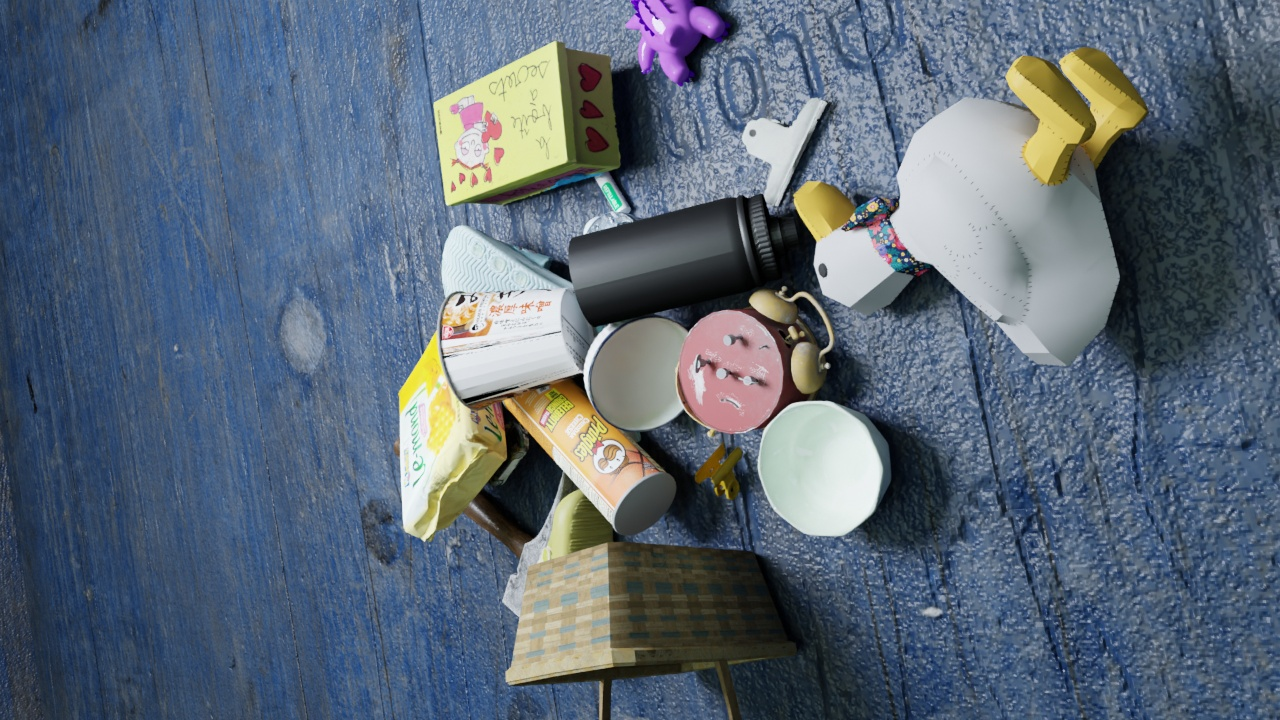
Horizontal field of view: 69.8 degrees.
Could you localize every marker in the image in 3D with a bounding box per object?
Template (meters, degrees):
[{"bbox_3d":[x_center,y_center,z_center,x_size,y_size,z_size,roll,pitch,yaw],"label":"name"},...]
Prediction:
[{"bbox_3d":[-0.051,-0.213,0.968,0.017,0.017,0.145,-41,69,34],"label":"marker"}]

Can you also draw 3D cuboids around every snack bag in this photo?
[{"bbox_3d":[-0.216,0.066,1.052,0.160,0.068,0.247,-53,35,31],"label":"snack bag"}]

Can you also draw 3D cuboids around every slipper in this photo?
[{"bbox_3d":[-0.078,0.232,0.991,0.082,0.091,0.190,3,93,41],"label":"slipper"},{"bbox_3d":[-0.116,-0.065,1.005,0.245,0.074,0.104,28,115,17],"label":"slipper"}]

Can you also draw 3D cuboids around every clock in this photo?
[{"bbox_3d":[-0.024,-0.108,0.932,0.118,0.057,0.083,3,97,39],"label":"clock"},{"bbox_3d":[0.103,0.000,0.824,0.159,0.081,0.117,-38,71,35],"label":"clock"}]

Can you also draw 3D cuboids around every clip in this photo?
[{"bbox_3d":[0.125,-0.197,0.833,0.056,0.046,0.102,36,115,26],"label":"clip"},{"bbox_3d":[0.082,0.111,0.881,0.049,0.053,0.044,49,142,-4],"label":"clip"}]

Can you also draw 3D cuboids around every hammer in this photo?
[{"bbox_3d":[-0.195,0.139,1.108,0.301,0.037,0.218,31,113,33],"label":"hammer"}]

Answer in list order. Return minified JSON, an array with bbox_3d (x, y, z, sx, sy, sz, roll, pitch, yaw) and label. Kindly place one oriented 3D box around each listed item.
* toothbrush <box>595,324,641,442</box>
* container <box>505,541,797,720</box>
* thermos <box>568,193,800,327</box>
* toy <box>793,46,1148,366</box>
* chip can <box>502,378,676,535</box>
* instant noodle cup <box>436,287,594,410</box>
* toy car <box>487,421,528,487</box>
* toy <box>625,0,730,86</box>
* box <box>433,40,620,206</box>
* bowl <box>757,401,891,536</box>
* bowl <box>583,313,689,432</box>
[{"bbox_3d":[-0.031,0.003,0.942,0.016,0.016,0.181,7,116,57],"label":"toothbrush"},{"bbox_3d":[0.016,0.270,0.816,0.158,0.249,0.186,-24,63,38],"label":"container"},{"bbox_3d":[0.043,-0.093,0.827,0.199,0.086,0.086,-12,86,14],"label":"thermos"},{"bbox_3d":[0.239,-0.100,0.677,0.246,0.140,0.268,56,141,18],"label":"toy"},{"bbox_3d":[-0.058,0.083,0.946,0.215,0.075,0.075,42,119,38],"label":"chip can"},{"bbox_3d":[-0.118,-0.020,0.918,0.122,0.123,0.123,-10,88,17],"label":"instant noodle cup"},{"bbox_3d":[-0.148,0.104,1.024,0.090,0.027,0.038,-51,51,33],"label":"toy car"},{"bbox_3d":[0.026,-0.321,0.870,0.106,0.055,0.088,-46,62,31],"label":"toy"},{"bbox_3d":[-0.123,-0.240,0.965,0.221,0.081,0.124,-2,94,49],"label":"box"},{"bbox_3d":[0.166,0.089,0.795,0.118,0.061,0.117,5,98,38],"label":"bowl"},{"bbox_3d":[-0.005,0.005,0.904,0.062,0.118,0.118,-139,58,-61],"label":"bowl"}]
